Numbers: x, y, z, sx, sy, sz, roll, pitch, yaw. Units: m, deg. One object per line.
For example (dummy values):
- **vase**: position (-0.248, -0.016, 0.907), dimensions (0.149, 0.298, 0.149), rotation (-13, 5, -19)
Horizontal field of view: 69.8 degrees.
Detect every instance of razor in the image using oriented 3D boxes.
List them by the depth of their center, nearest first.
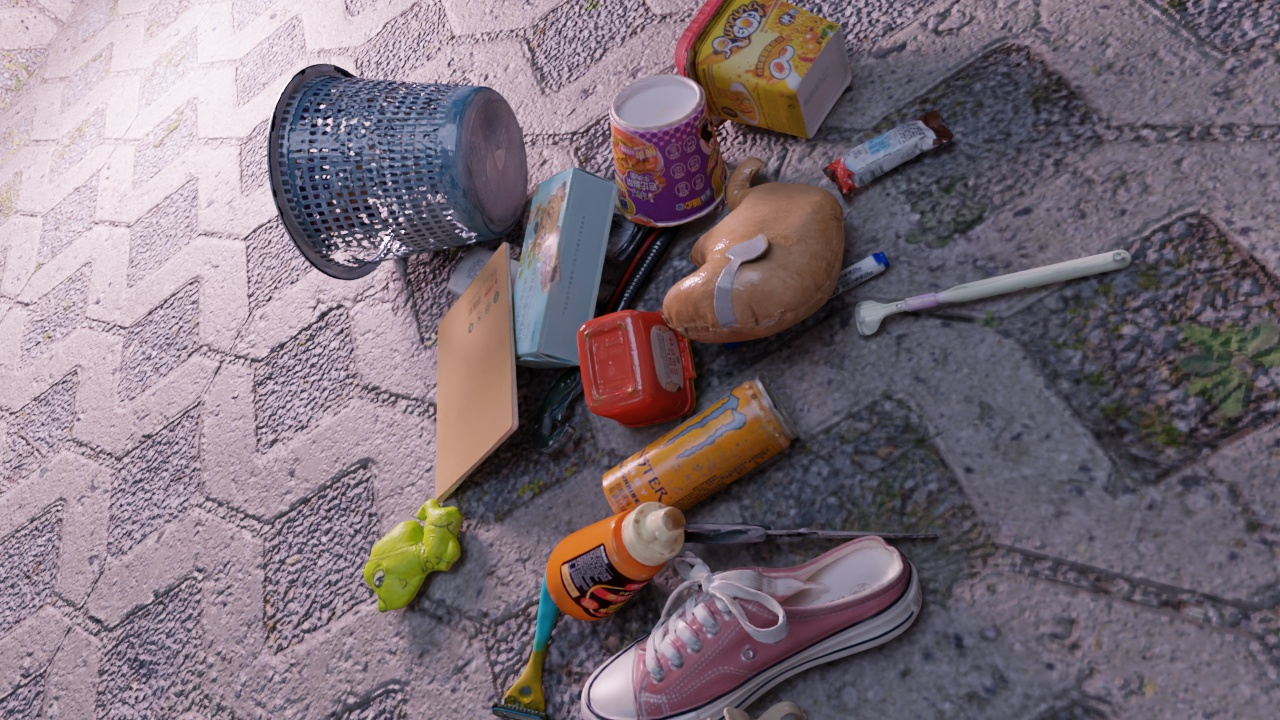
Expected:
- **razor**: position (-0.076, 0.210, 0.708), dimensions (0.043, 0.028, 0.132), rotation (8, 69, 10)

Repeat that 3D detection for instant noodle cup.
- **instant noodle cup**: position (0.022, -0.192, 0.822), dimensions (0.111, 0.099, 0.111), rotation (-6, 49, 6)
- **instant noodle cup**: position (0.114, -0.266, 0.827), dimensions (0.124, 0.116, 0.116), rotation (30, 80, 28)

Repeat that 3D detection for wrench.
- **wrench**: position (-0.025, -0.038, 0.829), dimensions (0.056, 0.016, 0.273), rotation (9, 66, 51)

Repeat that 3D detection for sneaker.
- **sneaker**: position (0.058, 0.169, 0.592), dimensions (0.241, 0.088, 0.118), rotation (-28, 27, 11)

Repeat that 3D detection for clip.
- **clip**: position (0.081, 0.228, 0.562), dimensions (0.095, 0.102, 0.035), rotation (-16, 49, -8)

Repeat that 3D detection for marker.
- **marker**: position (0.131, -0.047, 0.739), dimensions (0.146, 0.017, 0.016), rotation (-28, 51, 15)

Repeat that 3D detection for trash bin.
- **trash bin**: position (-0.232, -0.197, 0.951), dimensions (0.195, 0.227, 0.226), rotation (1, 63, 19)

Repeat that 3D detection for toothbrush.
- **toothbrush**: position (0.250, -0.051, 0.665), dimensions (0.190, 0.020, 0.029), rotation (-13, 63, 24)

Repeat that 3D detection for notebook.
- **notebook**: position (-0.156, 0.009, 0.854), dimensions (0.148, 0.008, 0.207), rotation (-43, 43, 39)

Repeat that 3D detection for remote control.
- **remote control**: position (-0.133, -0.072, 0.918), dimensions (0.150, 0.021, 0.058), rotation (25, 77, 40)

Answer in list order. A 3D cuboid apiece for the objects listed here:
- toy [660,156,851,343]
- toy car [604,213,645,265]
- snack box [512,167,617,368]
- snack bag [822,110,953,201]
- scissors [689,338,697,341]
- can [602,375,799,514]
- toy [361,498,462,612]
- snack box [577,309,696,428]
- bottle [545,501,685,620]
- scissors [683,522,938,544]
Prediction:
- **toy**: position (0.101, -0.098, 0.744), dimensions (0.144, 0.082, 0.225), rotation (-4, 38, 23)
- **toy car**: position (-0.039, -0.122, 0.877), dimensions (0.106, 0.031, 0.049), rotation (19, 72, 50)
- **snack box**: position (-0.073, -0.080, 0.825), dimensions (0.074, 0.051, 0.174), rotation (-4, 72, 56)
- **snack bag**: position (0.204, -0.173, 0.762), dimensions (0.105, 0.026, 0.045), rotation (-27, 43, 15)
- **scissors**: position (0.015, -0.029, 0.803), dimensions (0.136, 0.017, 0.107), rotation (-23, 44, 28)
- **can**: position (0.044, 0.074, 0.694), dimensions (0.146, 0.058, 0.058), rotation (-34, 50, 11)
- **toy**: position (-0.200, 0.170, 0.810), dimensions (0.100, 0.031, 0.096), rotation (-16, 56, 19)
- **snack box**: position (-0.004, 0.004, 0.737), dimensions (0.082, 0.080, 0.091), rotation (-15, 78, 25)
- **bottle**: position (-0.013, 0.137, 0.650), dimensions (0.150, 0.066, 0.066), rotation (-43, 39, 48)
- **scissors**: position (0.114, 0.119, 0.643), dimensions (0.175, 0.133, 0.014), rotation (0, 84, -14)
